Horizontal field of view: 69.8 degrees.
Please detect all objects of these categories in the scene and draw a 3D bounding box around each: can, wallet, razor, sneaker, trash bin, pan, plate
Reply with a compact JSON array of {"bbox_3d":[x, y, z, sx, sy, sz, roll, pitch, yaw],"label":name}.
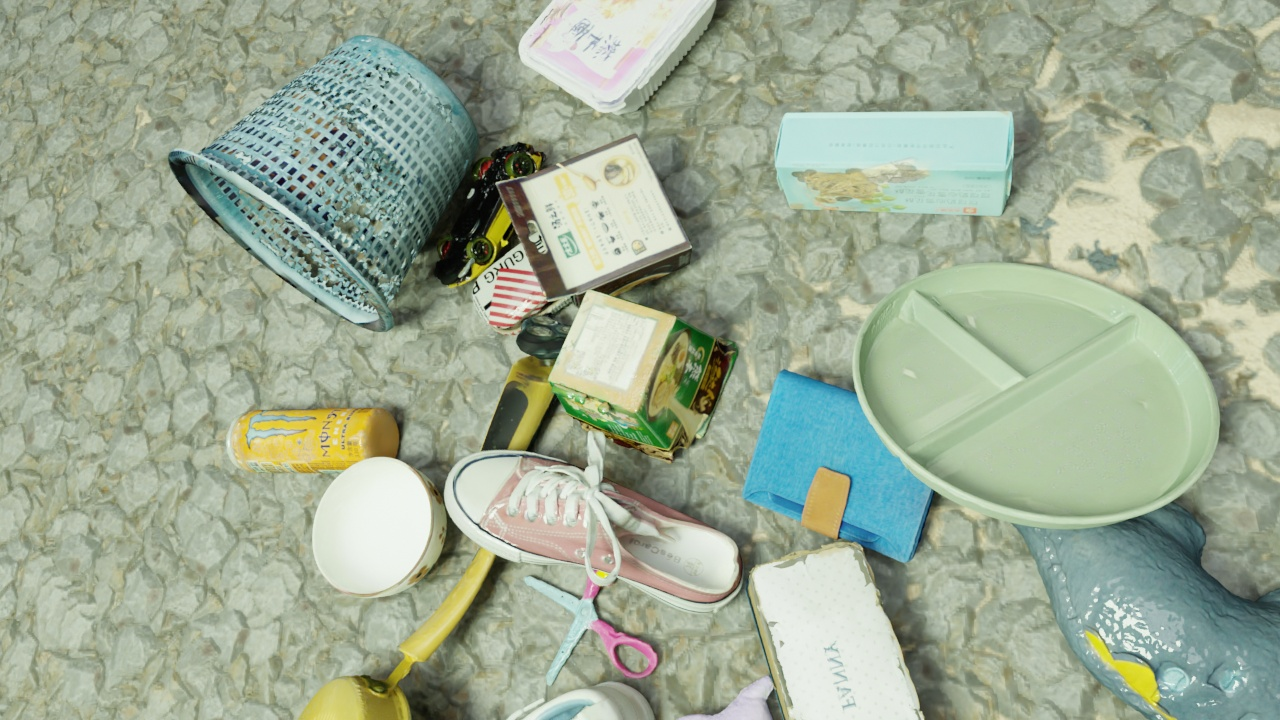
[{"bbox_3d":[-0.292,0.072,0.819,0.146,0.058,0.058,-2,72,18],"label":"can"},{"bbox_3d":[0.147,0.075,0.665,0.133,0.040,0.106,19,99,26],"label":"wallet"},{"bbox_3d":[-0.102,0.042,0.764,0.062,0.067,0.167,23,87,24],"label":"razor"},{"bbox_3d":[-0.103,0.312,0.657,0.242,0.090,0.089,-34,64,6],"label":"sneaker"},{"bbox_3d":[-0.257,-0.169,0.817,0.227,0.227,0.194,26,70,24],"label":"trash bin"},{"bbox_3d":[-0.037,0.113,0.679,0.241,0.088,0.118,18,56,13],"label":"sneaker"},{"bbox_3d":[-0.188,0.263,0.688,0.198,0.078,0.356,-4,63,58],"label":"pan"},{"bbox_3d":[0.258,0.018,0.616,0.230,0.027,0.229,-3,48,3],"label":"plate"}]

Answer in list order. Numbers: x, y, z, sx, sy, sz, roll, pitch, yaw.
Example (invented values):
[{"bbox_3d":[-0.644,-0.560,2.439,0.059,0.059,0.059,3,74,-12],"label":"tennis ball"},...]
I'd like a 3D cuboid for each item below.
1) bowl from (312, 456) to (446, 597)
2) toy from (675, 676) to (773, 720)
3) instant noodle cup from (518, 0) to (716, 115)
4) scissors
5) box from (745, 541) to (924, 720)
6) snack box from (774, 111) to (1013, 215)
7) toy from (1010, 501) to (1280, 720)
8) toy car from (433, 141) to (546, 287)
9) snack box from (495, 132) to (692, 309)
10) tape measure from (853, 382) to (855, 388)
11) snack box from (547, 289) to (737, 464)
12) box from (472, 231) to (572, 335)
[{"bbox_3d":[-0.208,0.142,0.765,0.114,0.062,0.113,-7,69,17],"label":"bowl"},{"bbox_3d":[0.073,0.285,0.632,0.084,0.039,0.108,-22,73,-2],"label":"toy"},{"bbox_3d":[-0.010,-0.306,0.847,0.138,0.060,0.173,38,89,25],"label":"instant noodle cup"},{"bbox_3d":[-0.037,0.196,0.715,0.133,0.017,0.133,27,87,24],"label":"scissors"},{"bbox_3d":[0.130,0.207,0.621,0.090,0.062,0.184,-13,66,0],"label":"box"},{"bbox_3d":[0.197,-0.153,0.717,0.175,0.074,0.051,6,74,21],"label":"snack box"},{"bbox_3d":[0.339,0.159,0.557,0.356,0.091,0.137,32,73,23],"label":"toy"},{"bbox_3d":[-0.139,-0.132,0.838,0.071,0.041,0.155,8,70,49],"label":"toy car"},{"bbox_3d":[-0.037,-0.111,0.750,0.125,0.053,0.113,-23,75,-5],"label":"snack box"},{"bbox_3d":[0.189,0.015,0.684,0.057,0.039,0.057,-13,74,18],"label":"tape measure"},{"bbox_3d":[-0.004,0.004,0.717,0.118,0.105,0.117,18,79,23],"label":"snack box"},{"bbox_3d":[-0.074,-0.086,0.796,0.164,0.060,0.072,-36,88,-1],"label":"box"}]
